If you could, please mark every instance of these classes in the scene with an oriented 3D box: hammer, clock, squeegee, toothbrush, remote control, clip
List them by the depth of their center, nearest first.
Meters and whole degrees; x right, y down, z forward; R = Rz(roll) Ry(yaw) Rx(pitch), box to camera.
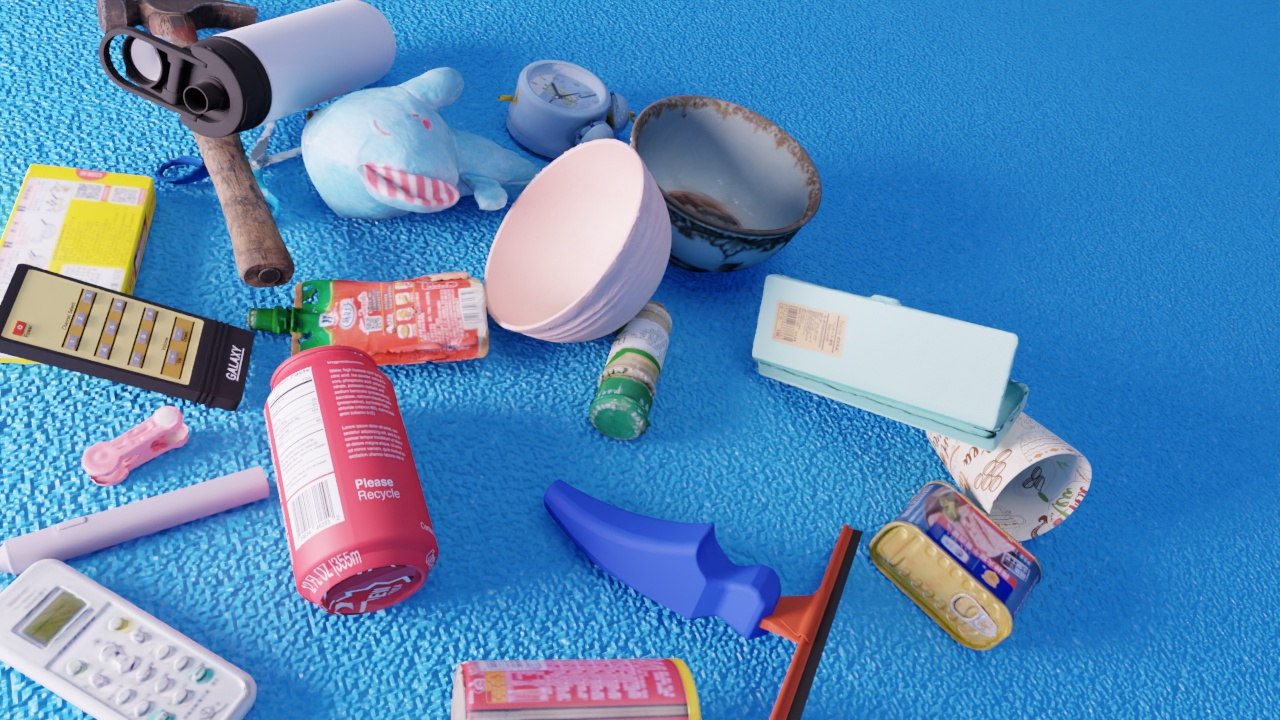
[{"bbox_3d":[-0.256,0.149,0.451,0.133,0.022,0.050,29,48,5],"label":"remote control"},{"bbox_3d":[-0.295,0.093,0.485,0.187,0.019,0.018,-17,57,-30],"label":"toothbrush"},{"bbox_3d":[-0.287,0.050,0.527,0.023,0.044,0.060,41,78,19],"label":"clip"},{"bbox_3d":[-0.303,-0.012,0.545,0.133,0.013,0.058,19,45,-31],"label":"remote control"},{"bbox_3d":[0.024,0.122,0.548,0.185,0.055,0.248,26,22,13],"label":"squeegee"},{"bbox_3d":[-0.309,-0.176,0.682,0.119,0.033,0.330,-11,54,-33],"label":"hammer"},{"bbox_3d":[-0.058,-0.216,0.808,0.124,0.052,0.088,24,46,1],"label":"clock"}]

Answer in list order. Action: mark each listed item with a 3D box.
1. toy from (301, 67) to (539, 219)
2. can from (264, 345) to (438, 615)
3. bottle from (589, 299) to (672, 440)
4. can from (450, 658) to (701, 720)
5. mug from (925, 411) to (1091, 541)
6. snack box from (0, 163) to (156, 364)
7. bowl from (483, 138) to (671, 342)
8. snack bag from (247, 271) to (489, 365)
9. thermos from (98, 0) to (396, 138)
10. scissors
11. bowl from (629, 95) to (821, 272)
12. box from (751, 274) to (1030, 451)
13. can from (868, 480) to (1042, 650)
[{"bbox_3d":[-0.159,-0.161,0.687,0.180,0.115,0.183,-7,32,-33],"label":"toy"},{"bbox_3d":[-0.165,0.066,0.518,0.074,0.075,0.142,-8,55,-26],"label":"can"},{"bbox_3d":[-0.004,0.004,0.651,0.042,0.043,0.109,20,48,-4],"label":"bottle"},{"bbox_3d":[-0.035,0.187,0.469,0.124,0.067,0.066,5,50,-16],"label":"can"},{"bbox_3d":[0.273,0.075,0.674,0.122,0.081,0.097,26,21,-33],"label":"mug"},{"bbox_3d":[-0.364,-0.064,0.587,0.075,0.025,0.152,4,51,-17],"label":"snack box"},{"bbox_3d":[-0.034,-0.073,0.654,0.076,0.153,0.152,33,37,-40],"label":"bowl"},{"bbox_3d":[-0.182,-0.030,0.620,0.155,0.044,0.087,-2,47,-16],"label":"snack bag"},{"bbox_3d":[-0.277,-0.229,0.687,0.101,0.069,0.229,28,31,-1],"label":"thermos"},{"bbox_3d":[-0.301,-0.150,0.689,0.117,0.014,0.129,10,49,-11],"label":"scissors"},{"bbox_3d":[0.055,-0.128,0.747,0.160,0.094,0.159,10,49,-12],"label":"bowl"},{"bbox_3d":[0.174,-0.013,0.649,0.189,0.092,0.077,21,43,34],"label":"box"},{"bbox_3d":[0.211,0.135,0.613,0.100,0.054,0.058,44,49,17],"label":"can"}]
